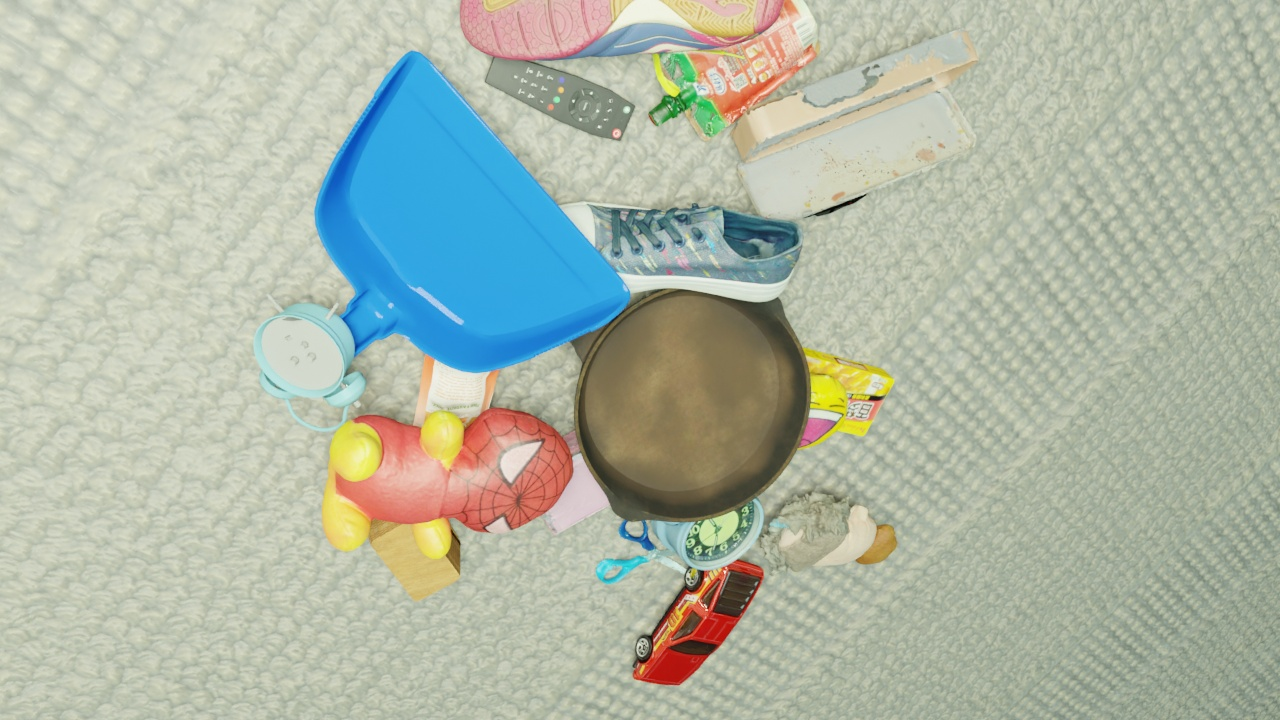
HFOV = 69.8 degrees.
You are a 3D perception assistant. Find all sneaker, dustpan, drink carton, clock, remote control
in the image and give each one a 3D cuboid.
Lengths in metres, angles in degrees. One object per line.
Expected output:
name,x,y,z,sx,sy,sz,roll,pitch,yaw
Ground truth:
sneaker,0.029,-0.105,0.775,0.235,0.087,0.079,4,150,-17
dustpan,-0.184,-0.064,0.734,0.258,0.059,0.245,-32,112,27
sneaker,-0.013,-0.262,0.700,0.242,0.091,0.116,-2,105,3
drink carton,-0.172,0.048,0.838,0.069,0.039,0.122,5,122,-24
clock,0.069,0.154,0.967,0.118,0.060,0.162,-31,130,-10
clock,-0.265,0.008,0.734,0.087,0.041,0.123,8,122,6
remote control,-0.065,-0.214,0.742,0.124,0.010,0.039,15,111,-28

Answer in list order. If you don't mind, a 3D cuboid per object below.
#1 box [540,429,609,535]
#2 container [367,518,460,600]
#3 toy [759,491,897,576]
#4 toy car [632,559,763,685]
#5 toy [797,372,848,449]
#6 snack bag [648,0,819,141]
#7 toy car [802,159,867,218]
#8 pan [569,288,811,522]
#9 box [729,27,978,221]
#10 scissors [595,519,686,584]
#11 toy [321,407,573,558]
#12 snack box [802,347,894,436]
box,-0.004,0.089,0.917,0.232,0.046,0.098,-27,123,-6
container,-0.216,0.171,0.868,0.063,0.061,0.114,-28,124,-5
toy,0.219,0.197,1.048,0.175,0.076,0.133,17,138,-28
toy car,0.065,0.303,1.058,0.081,0.056,0.190,23,110,-34
toy,0.168,0.053,0.936,0.095,0.041,0.094,9,120,-26
snack bag,0.074,-0.245,0.767,0.155,0.044,0.087,-35,119,5
toy car,0.165,-0.154,0.851,0.091,0.042,0.036,-21,150,-8
pan,-0.005,0.005,0.839,0.356,0.043,0.249,33,94,-20
box,0.190,-0.211,0.797,0.216,0.095,0.108,-22,154,-9
scissors,0.017,0.206,1.010,0.133,0.015,0.104,-1,117,-23
toy,-0.161,0.096,0.791,0.216,0.098,0.148,-1,135,-30
snack box,0.192,0.032,0.974,0.152,0.025,0.075,13,112,-27
